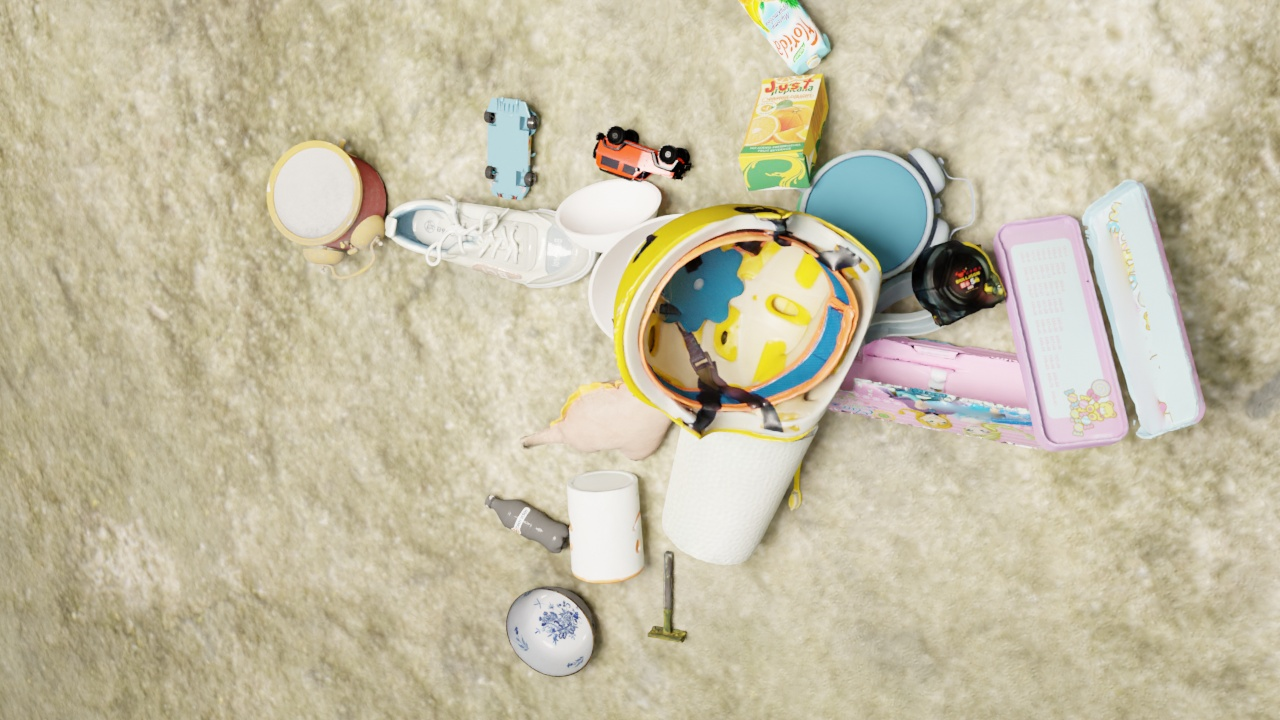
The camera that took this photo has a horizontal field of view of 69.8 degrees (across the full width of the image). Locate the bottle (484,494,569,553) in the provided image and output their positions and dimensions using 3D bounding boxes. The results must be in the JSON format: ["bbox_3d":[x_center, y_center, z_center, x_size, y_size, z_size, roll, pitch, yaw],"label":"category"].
[{"bbox_3d":[-0.136,0.190,1.090,0.110,0.036,0.036,26,110,13],"label":"bottle"}]

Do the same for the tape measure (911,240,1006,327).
[{"bbox_3d":[0.281,-0.071,0.820,0.071,0.042,0.072,-23,96,-7],"label":"tape measure"}]

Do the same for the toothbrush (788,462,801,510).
[{"bbox_3d":[0.166,0.095,0.967,0.021,0.016,0.135,8,105,26],"label":"toothbrush"}]

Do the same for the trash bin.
[{"bbox_3d":[0.093,0.114,0.941,0.133,0.133,0.162,23,115,14],"label":"trash bin"}]

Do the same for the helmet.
[{"bbox_3d":[0.073,-0.049,0.808,0.239,0.139,0.209,11,112,-22],"label":"helmet"}]

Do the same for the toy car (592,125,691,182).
[{"bbox_3d":[0.001,-0.206,0.940,0.100,0.051,0.049,23,105,14],"label":"toy car"}]

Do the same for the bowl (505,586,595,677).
[{"bbox_3d":[-0.100,0.317,1.102,0.114,0.045,0.114,5,104,20],"label":"bowl"}]

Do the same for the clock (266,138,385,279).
[{"bbox_3d":[-0.350,-0.171,1.061,0.117,0.081,0.159,-23,84,12],"label":"clock"}]

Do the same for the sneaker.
[{"bbox_3d":[-0.167,-0.128,1.000,0.242,0.090,0.089,13,105,17],"label":"sneaker"}]

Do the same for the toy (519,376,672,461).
[{"bbox_3d":[-0.006,0.006,0.941,0.196,0.065,0.265,3,129,-21],"label":"toy"}]

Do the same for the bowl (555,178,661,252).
[{"bbox_3d":[-0.030,-0.142,0.950,0.110,0.109,0.041,3,132,20],"label":"bowl"}]

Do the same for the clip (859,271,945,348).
[{"bbox_3d":[0.234,-0.053,0.881,0.162,0.090,0.027,-23,136,1],"label":"clip"}]

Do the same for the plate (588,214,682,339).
[{"bbox_3d":[0.032,-0.084,0.937,0.174,0.036,0.174,-6,132,-6],"label":"plate"}]

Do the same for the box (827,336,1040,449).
[{"bbox_3d":[0.273,0.030,0.872,0.231,0.090,0.085,11,107,18],"label":"box"}]

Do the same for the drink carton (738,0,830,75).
[{"bbox_3d":[0.129,-0.331,0.870,0.044,0.038,0.129,-37,88,23],"label":"drink carton"}]

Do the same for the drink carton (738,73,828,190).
[{"bbox_3d":[0.136,-0.215,0.855,0.058,0.122,0.041,2,142,23],"label":"drink carton"}]

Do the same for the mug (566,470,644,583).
[{"bbox_3d":[-0.040,0.185,1.029,0.082,0.082,0.105,0,101,20],"label":"mug"}]

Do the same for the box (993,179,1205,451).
[{"bbox_3d":[0.391,-0.035,0.785,0.140,0.062,0.214,-20,67,41],"label":"box"}]

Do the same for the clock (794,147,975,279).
[{"bbox_3d":[0.229,-0.138,0.864,0.162,0.075,0.122,-6,99,9],"label":"clock"}]

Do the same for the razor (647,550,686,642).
[{"bbox_3d":[0.031,0.271,1.056,0.042,0.026,0.106,4,100,22],"label":"razor"}]

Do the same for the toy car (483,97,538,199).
[{"bbox_3d":[-0.139,-0.232,1.000,0.060,0.027,0.108,13,116,17],"label":"toy car"}]
